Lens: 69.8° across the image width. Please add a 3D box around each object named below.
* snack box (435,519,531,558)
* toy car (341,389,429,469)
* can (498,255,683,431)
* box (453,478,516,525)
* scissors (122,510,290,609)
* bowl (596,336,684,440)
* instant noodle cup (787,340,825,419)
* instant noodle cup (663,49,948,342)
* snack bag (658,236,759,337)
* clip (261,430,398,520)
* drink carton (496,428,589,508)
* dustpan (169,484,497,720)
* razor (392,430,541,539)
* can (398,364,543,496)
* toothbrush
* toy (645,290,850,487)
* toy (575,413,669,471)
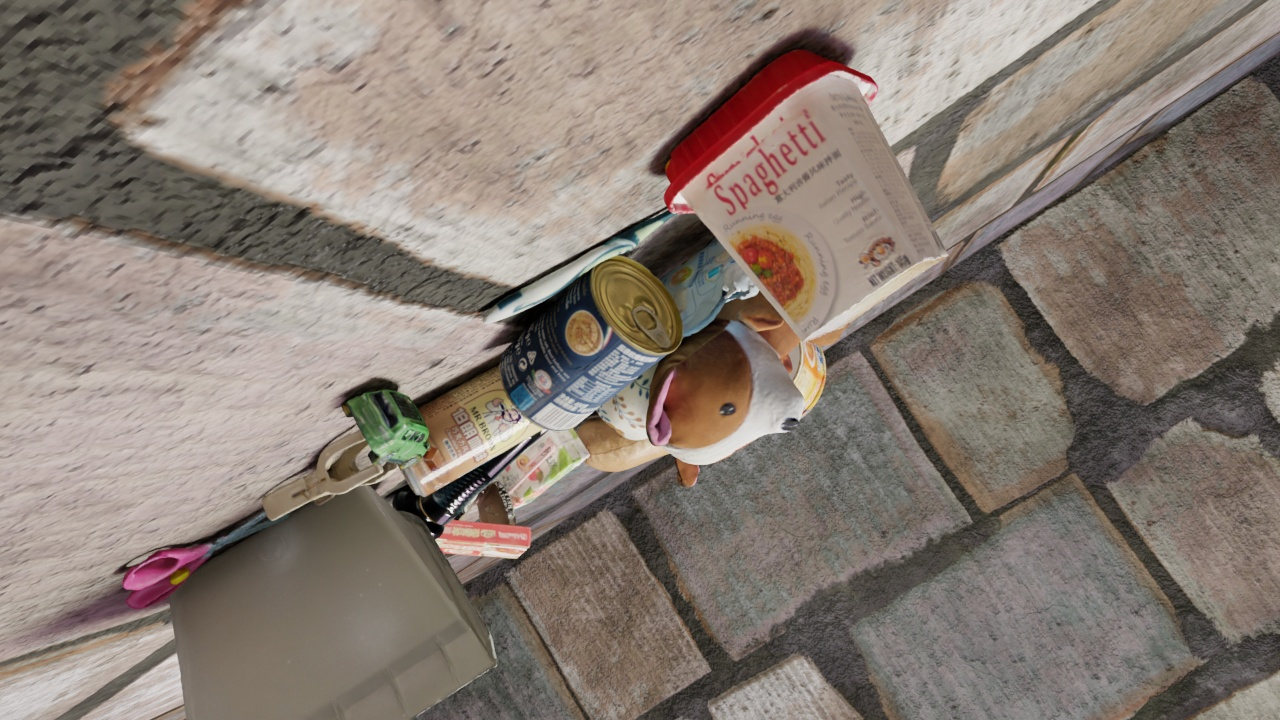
[{"bbox_3d":[-0.211,0.209,1.079,0.152,0.025,0.075,9,154,-18],"label":"snack box"},{"bbox_3d":[-0.156,0.042,0.578,0.036,0.043,0.091,-32,171,-6],"label":"toy car"},{"bbox_3d":[-0.036,-0.009,0.616,0.111,0.075,0.075,-39,169,36],"label":"can"},{"bbox_3d":[-0.190,0.195,1.141,0.076,0.088,0.163,-64,-177,-30],"label":"box"},{"bbox_3d":[-0.305,0.131,0.645,0.134,0.017,0.113,-35,167,-14],"label":"scissors"},{"bbox_3d":[-0.005,0.005,0.771,0.062,0.113,0.114,32,124,-33],"label":"bowl"},{"bbox_3d":[0.140,0.004,1.092,0.151,0.151,0.111,-34,163,8],"label":"instant noodle cup"},{"bbox_3d":[0.095,-0.084,0.499,0.117,0.124,0.116,-38,169,29],"label":"instant noodle cup"},{"bbox_3d":[0.023,-0.040,0.664,0.192,0.039,0.110,-35,-161,35],"label":"snack bag"},{"bbox_3d":[-0.213,0.080,0.633,0.100,0.034,0.071,-28,175,27],"label":"clip"},{"bbox_3d":[-0.123,0.130,1.125,0.123,0.053,0.045,-39,169,32],"label":"drink carton"},{"bbox_3d":[-0.245,0.213,0.726,0.222,0.257,0.143,-31,147,-12],"label":"dustpan"},{"bbox_3d":[-0.165,0.106,0.893,0.167,0.062,0.067,-40,-160,9],"label":"razor"},{"bbox_3d":[-0.123,0.046,0.665,0.116,0.058,0.059,-30,171,-18],"label":"can"},{"bbox_3d":[-0.011,-0.068,0.564,0.191,0.018,0.016,-31,170,-12],"label":"toothbrush"},{"bbox_3d":[0.080,0.002,0.692,0.199,0.130,0.140,-48,144,-11],"label":"toy"},{"bbox_3d":[0.024,0.084,1.185,0.225,0.082,0.143,-16,-173,-15],"label":"toy"}]
